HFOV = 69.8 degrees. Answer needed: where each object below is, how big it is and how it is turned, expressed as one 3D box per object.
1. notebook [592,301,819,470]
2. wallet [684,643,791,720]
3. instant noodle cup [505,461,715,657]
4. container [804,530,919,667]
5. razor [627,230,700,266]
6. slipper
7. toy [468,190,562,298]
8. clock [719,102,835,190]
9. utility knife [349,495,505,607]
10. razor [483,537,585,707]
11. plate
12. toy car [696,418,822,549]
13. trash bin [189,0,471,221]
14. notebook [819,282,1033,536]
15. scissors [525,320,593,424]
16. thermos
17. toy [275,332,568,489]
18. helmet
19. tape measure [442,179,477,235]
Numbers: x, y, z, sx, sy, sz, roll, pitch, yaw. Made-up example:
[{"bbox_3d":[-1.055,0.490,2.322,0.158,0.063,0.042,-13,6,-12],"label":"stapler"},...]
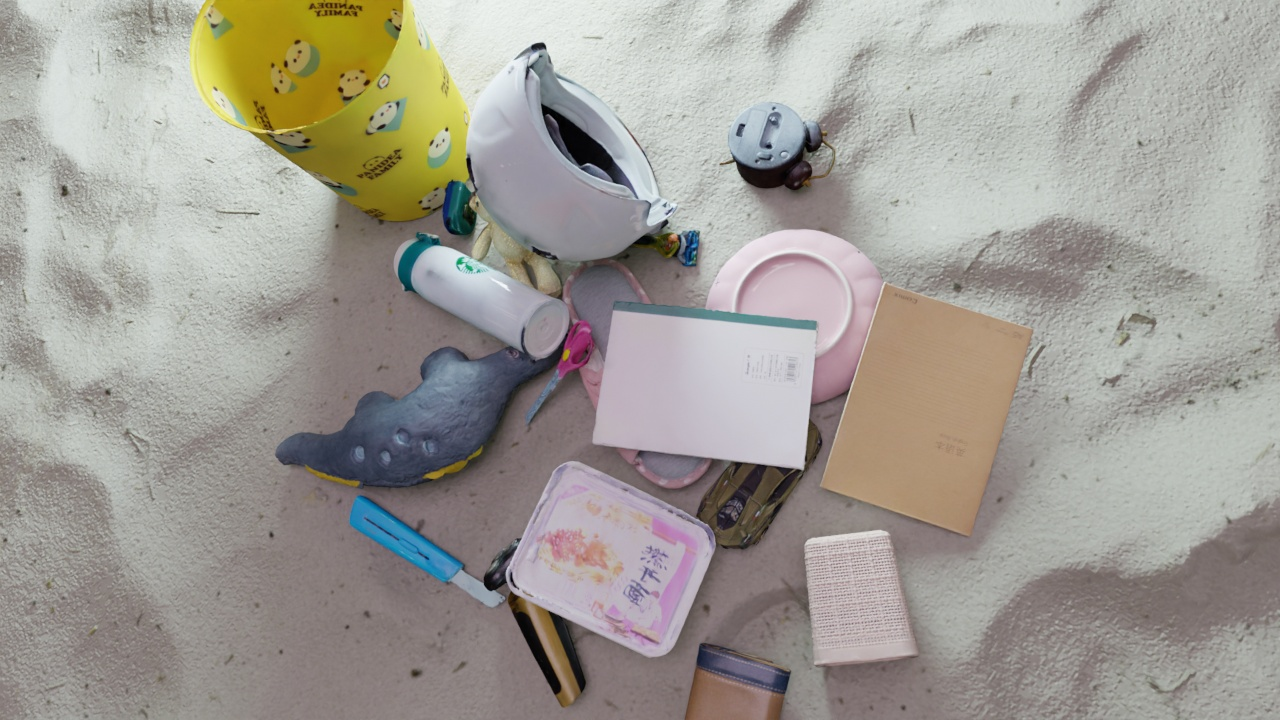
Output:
[{"bbox_3d":[0.065,0.022,0.911,0.209,0.012,0.150,6,80,9],"label":"notebook"},{"bbox_3d":[0.086,0.333,0.861,0.090,0.033,0.115,11,78,17],"label":"wallet"},{"bbox_3d":[-0.029,0.191,0.888,0.173,0.060,0.137,26,76,-4],"label":"instant noodle cup"},{"bbox_3d":[0.197,0.219,0.841,0.090,0.090,0.110,-9,69,9],"label":"container"},{"bbox_3d":[-0.006,-0.131,1.018,0.143,0.022,0.042,5,73,14],"label":"razor"},{"bbox_3d":[-0.006,0.006,0.961,0.114,0.054,0.274,-26,69,4],"label":"slipper"},{"bbox_3d":[-0.138,-0.130,1.022,0.105,0.066,0.157,-26,81,3],"label":"toy"},{"bbox_3d":[0.150,-0.229,0.995,0.122,0.055,0.082,15,77,15],"label":"clock"},{"bbox_3d":[-0.228,0.205,0.971,0.203,0.018,0.034,27,81,16],"label":"utility knife"},{"bbox_3d":[-0.103,0.260,0.909,0.062,0.067,0.167,-41,71,45],"label":"razor"},{"bbox_3d":[0.157,-0.050,0.943,0.193,0.039,0.192,-4,75,15],"label":"plate"},{"bbox_3d":[0.119,0.115,0.912,0.070,0.042,0.158,33,81,18],"label":"toy car"},{"bbox_3d":[-0.308,-0.288,1.002,0.230,0.255,0.229,-3,74,11],"label":"trash bin"},{"bbox_3d":[0.277,0.046,0.888,0.149,0.012,0.211,18,86,6],"label":"notebook"},{"bbox_3d":[-0.087,0.020,0.966,0.136,0.017,0.064,-55,34,19],"label":"scissors"},{"bbox_3d":[-0.179,-0.076,0.993,0.224,0.073,0.073,27,81,32],"label":"thermos"},{"bbox_3d":[-0.232,0.065,0.982,0.356,0.091,0.137,-25,43,3],"label":"toy"},{"bbox_3d":[-0.086,-0.193,0.951,0.146,0.258,0.229,-38,102,17],"label":"helmet"},{"bbox_3d":[-0.206,-0.172,1.054,0.025,0.054,0.058,5,77,16],"label":"tape measure"}]
